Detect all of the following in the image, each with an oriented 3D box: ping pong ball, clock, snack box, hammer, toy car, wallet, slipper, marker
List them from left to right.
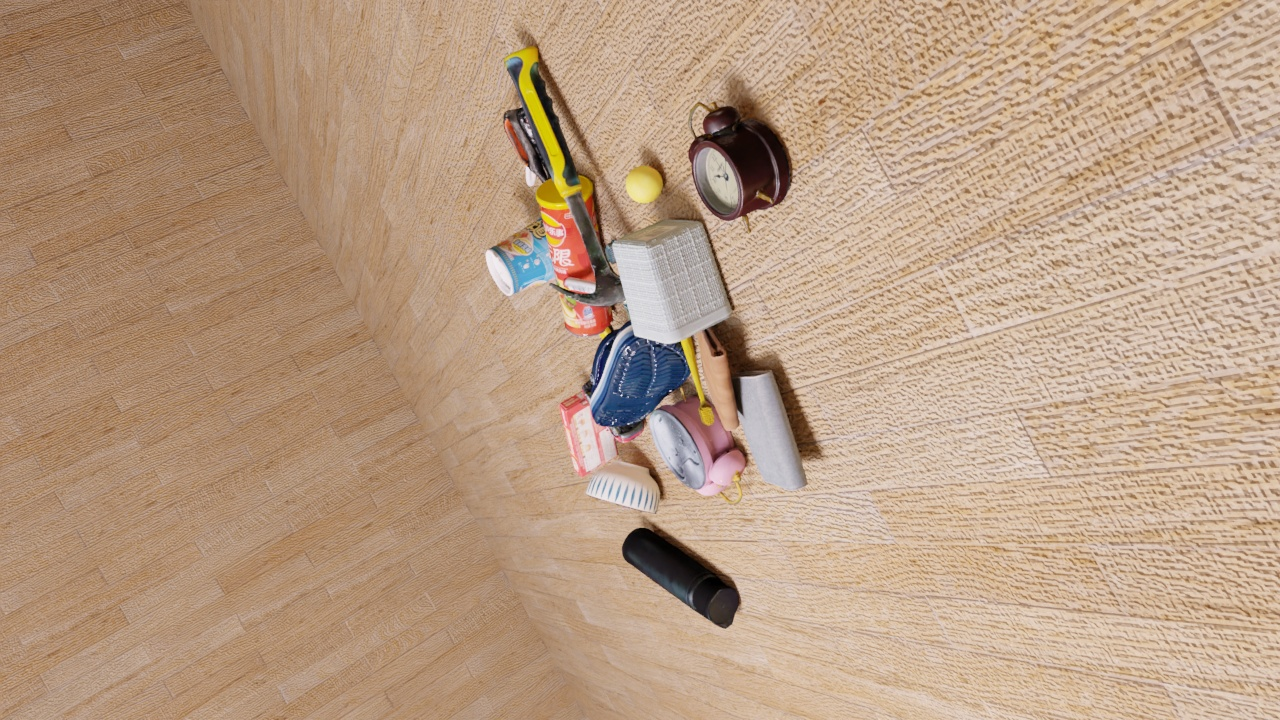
[{"bbox_3d":[-0.091,-0.215,1.089,0.032,0.126,0.323,2,-114,-84],"label":"hammer"},{"bbox_3d":[-0.083,0.114,1.488,0.025,0.075,0.153,38,149,42],"label":"snack box"},{"bbox_3d":[-0.041,0.076,1.388,0.120,0.052,0.045,49,157,32],"label":"toy car"},{"bbox_3d":[-0.033,-0.086,1.145,0.145,0.017,0.017,13,134,27],"label":"marker"},{"bbox_3d":[-0.007,0.007,1.190,0.253,0.105,0.095,117,143,-59],"label":"slipper"},{"bbox_3d":[0.004,-0.191,0.992,0.040,0.040,0.040,46,153,31],"label":"ping pong ball"},{"bbox_3d":[0.079,0.117,1.178,0.158,0.059,0.117,57,156,12],"label":"clock"},{"bbox_3d":[0.084,0.009,1.044,0.115,0.020,0.101,-112,7,-59],"label":"wallet"},{"bbox_3d":[0.082,-0.180,0.826,0.122,0.055,0.082,58,157,10],"label":"clock"},{"bbox_3d":[0.142,0.074,1.015,0.107,0.037,0.129,178,73,-78],"label":"wallet"}]

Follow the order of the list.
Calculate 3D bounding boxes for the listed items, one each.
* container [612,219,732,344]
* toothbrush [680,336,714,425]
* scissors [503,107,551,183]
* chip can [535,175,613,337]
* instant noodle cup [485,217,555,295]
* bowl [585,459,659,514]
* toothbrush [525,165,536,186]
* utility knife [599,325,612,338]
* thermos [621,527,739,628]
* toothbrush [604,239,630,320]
[{"bbox_3d":[0.031,-0.090,0.998,0.090,0.090,0.111,16,129,59],"label":"container"},{"bbox_3d":[0.057,-0.014,1.081,0.016,0.015,0.190,-126,20,-82],"label":"toothbrush"},{"bbox_3d":[-0.107,-0.225,1.199,0.235,0.021,0.140,55,151,-8],"label":"scissors"},{"bbox_3d":[-0.084,-0.133,1.202,0.073,0.073,0.217,40,150,40],"label":"chip can"},{"bbox_3d":[-0.154,-0.145,1.285,0.099,0.109,0.099,47,154,31],"label":"instant noodle cup"},{"bbox_3d":[-0.022,0.195,1.441,0.117,0.116,0.066,1,74,64],"label":"bowl"},{"bbox_3d":[-0.146,-0.297,1.213,0.016,0.016,0.180,58,158,27],"label":"toothbrush"},{"bbox_3d":[-0.038,-0.021,1.312,0.176,0.015,0.033,58,163,3],"label":"utility knife"},{"bbox_3d":[0.062,0.352,1.471,0.243,0.068,0.090,24,133,55],"label":"thermos"},{"bbox_3d":[-0.020,-0.072,1.210,0.016,0.018,0.192,33,145,48],"label":"toothbrush"}]
